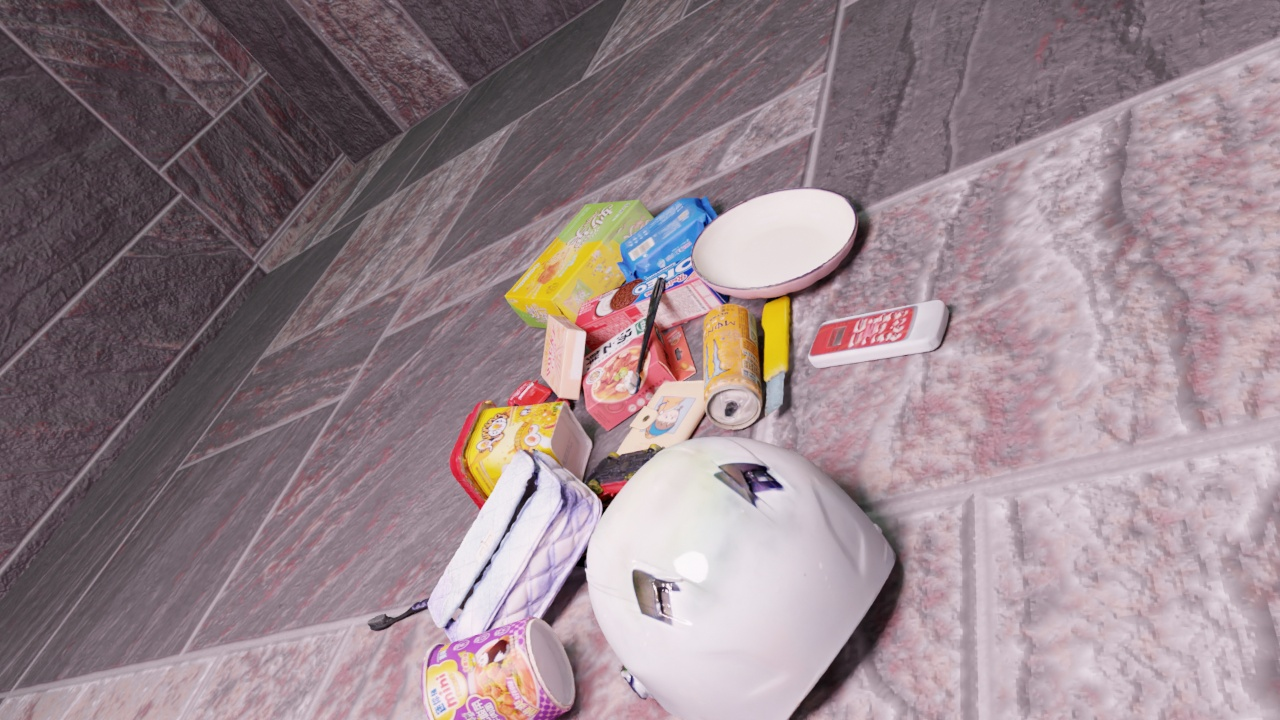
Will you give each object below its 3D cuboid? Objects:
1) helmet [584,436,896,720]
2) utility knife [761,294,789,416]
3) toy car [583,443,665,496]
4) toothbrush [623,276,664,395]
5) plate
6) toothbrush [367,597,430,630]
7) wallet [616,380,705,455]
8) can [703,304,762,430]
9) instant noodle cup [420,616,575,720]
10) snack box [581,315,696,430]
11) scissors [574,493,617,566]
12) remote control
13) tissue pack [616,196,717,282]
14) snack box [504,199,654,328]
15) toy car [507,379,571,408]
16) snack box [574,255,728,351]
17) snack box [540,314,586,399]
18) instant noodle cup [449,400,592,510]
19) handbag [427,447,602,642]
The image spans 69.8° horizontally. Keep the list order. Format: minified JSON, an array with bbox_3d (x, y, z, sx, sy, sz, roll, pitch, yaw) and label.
[{"bbox_3d":[0.048,0.148,0.711,0.228,0.146,0.259,-47,29,-12],"label":"helmet"},{"bbox_3d":[0.140,-0.010,0.953,0.033,0.015,0.206,-25,30,26],"label":"utility knife"},{"bbox_3d":[-0.014,0.114,0.922,0.107,0.031,0.049,-15,28,43],"label":"toy car"},{"bbox_3d":[0.006,-0.034,1.051,0.016,0.018,0.180,-21,38,35],"label":"toothbrush"},{"bbox_3d":[0.154,-0.128,1.046,0.193,0.039,0.192,-15,38,12],"label":"plate"},{"bbox_3d":[-0.237,0.270,1.030,0.189,0.017,0.014,-27,31,22],"label":"toothbrush"},{"bbox_3d":[0.025,0.069,0.982,0.087,0.024,0.115,5,53,47],"label":"wallet"},{"bbox_3d":[0.094,0.004,0.949,0.058,0.058,0.145,-28,31,23],"label":"can"},{"bbox_3d":[-0.117,0.276,0.784,0.099,0.111,0.111,-28,30,9],"label":"instant noodle cup"},{"bbox_3d":[-0.006,0.006,1.082,0.127,0.044,0.113,-34,29,12],"label":"snack box"},{"bbox_3d":[-0.084,0.173,0.979,0.162,0.022,0.234,-43,22,-17],"label":"scissors"},{"bbox_3d":[0.223,-0.024,0.870,0.136,0.020,0.055,-11,40,44],"label":"remote control"},{"bbox_3d":[0.040,-0.160,1.251,0.157,0.052,0.095,-37,31,9],"label":"tissue pack"},{"bbox_3d":[-0.084,-0.142,1.359,0.209,0.070,0.158,-52,30,-18],"label":"snack box"},{"bbox_3d":[-0.134,0.053,1.176,0.052,0.045,0.121,-49,27,-16],"label":"toy car"},{"bbox_3d":[0.013,-0.070,1.153,0.208,0.058,0.057,-20,38,34],"label":"snack box"},{"bbox_3d":[-0.098,-0.007,1.153,0.157,0.026,0.084,-148,64,-73],"label":"snack box"},{"bbox_3d":[-0.130,0.106,1.037,0.124,0.116,0.116,-13,37,23],"label":"instant noodle cup"},{"bbox_3d":[-0.127,0.188,0.902,0.194,0.075,0.134,-59,29,-3],"label":"handbag"}]
